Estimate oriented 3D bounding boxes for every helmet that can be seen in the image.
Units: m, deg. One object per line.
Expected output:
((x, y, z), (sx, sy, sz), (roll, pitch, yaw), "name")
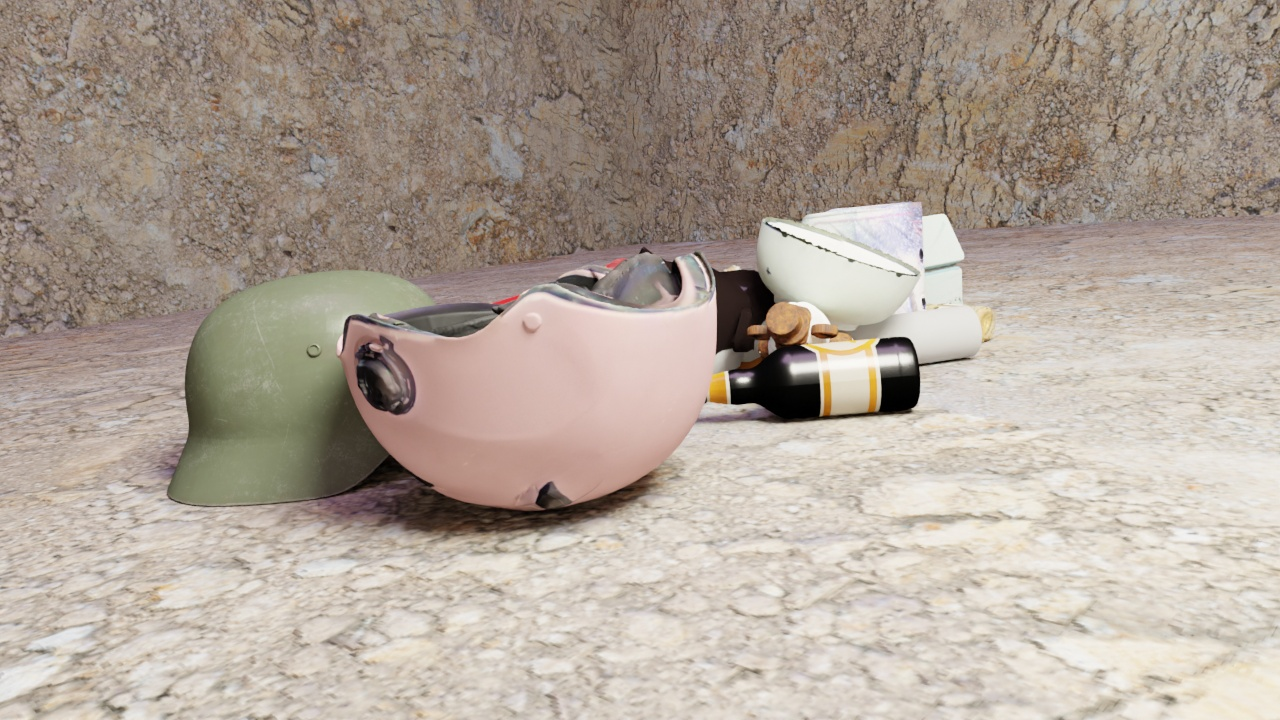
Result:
((-0.071, 0.014, 0.608), (0.256, 0.152, 0.229), (-2, 13, 25), "helmet")
((-0.253, 0.005, 0.751), (0.267, 0.154, 0.227), (-7, 10, -11), "helmet")

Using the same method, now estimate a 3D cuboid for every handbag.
((0.244, -0.086, 0.979), (0.127, 0.158, 0.069), (1, 10, 39), "handbag")

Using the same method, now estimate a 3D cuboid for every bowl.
((0.175, -0.076, 0.853), (0.153, 0.073, 0.153), (16, 17, -5), "bowl")

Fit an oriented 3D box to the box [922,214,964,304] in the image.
((0.316, -0.102, 1.090), (0.196, 0.136, 0.044), (-13, 0, -33), "box")

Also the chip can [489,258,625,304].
((-0.092, -0.050, 1.059), (0.214, 0.087, 0.086), (-13, 4, 33), "chip can")

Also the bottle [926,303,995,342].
((0.339, -0.044, 1.027), (0.043, 0.043, 0.111), (-13, 13, -36), "bottle")

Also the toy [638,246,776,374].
((0.071, -0.047, 0.897), (0.183, 0.140, 0.159), (-13, 8, -41), "toy")

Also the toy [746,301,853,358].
((0.139, -0.014, 0.797), (0.087, 0.067, 0.112), (-1, -14, 25), "toy")

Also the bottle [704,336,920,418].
((0.128, 0.017, 0.744), (0.182, 0.059, 0.059), (-5, 10, 4), "bottle")

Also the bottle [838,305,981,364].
((0.231, -0.017, 0.898), (0.195, 0.052, 0.052), (-7, 10, -10), "bottle")

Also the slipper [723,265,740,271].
((0.111, -0.067, 1.107), (0.052, 0.115, 0.262), (-24, 7, 8), "slipper")
